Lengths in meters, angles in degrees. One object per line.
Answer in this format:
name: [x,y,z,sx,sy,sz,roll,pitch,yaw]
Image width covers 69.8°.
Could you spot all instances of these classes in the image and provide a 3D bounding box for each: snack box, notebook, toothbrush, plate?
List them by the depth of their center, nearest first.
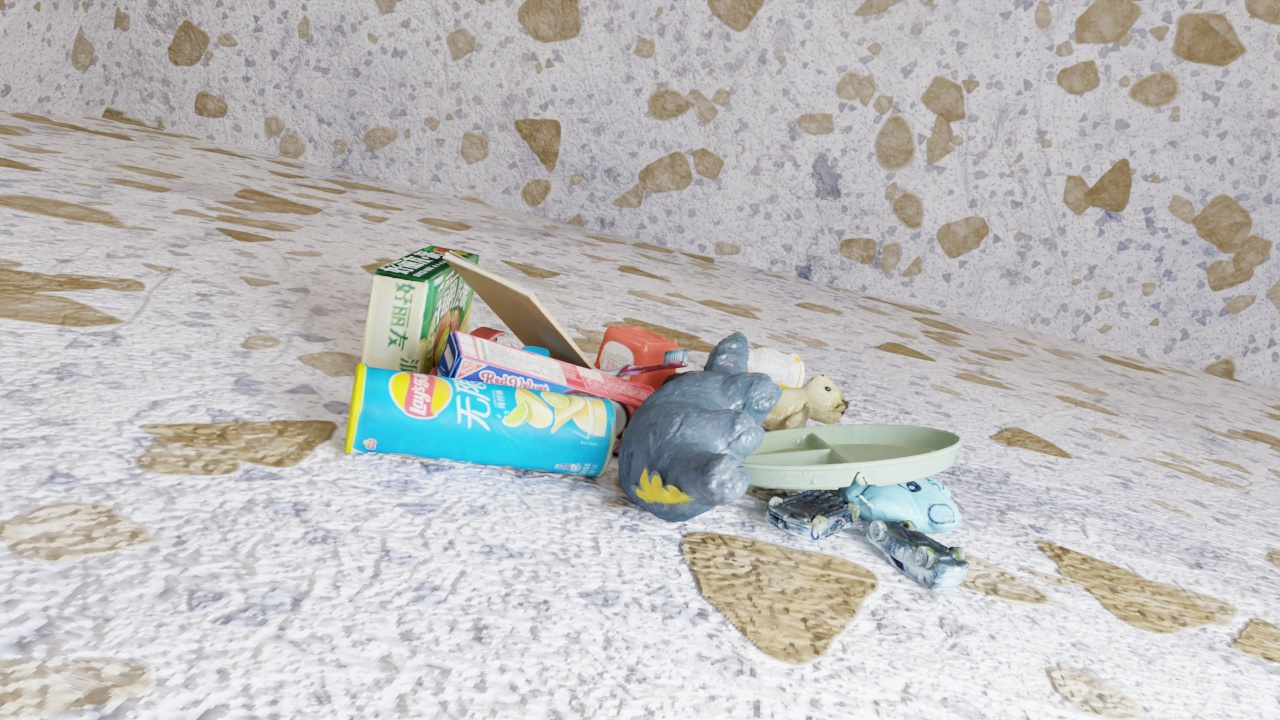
snack box: [-0.081,0.033,0.835,0.207,0.057,0.058,17,20,-24]
plate: [0.178,0.088,0.851,0.230,0.027,0.230,-4,4,0]
toothbrush: [-0.015,0.006,0.878,0.016,0.017,0.188,11,-11,-35]
notebook: [-0.106,-0.028,0.971,0.149,0.012,0.211,26,-18,42]
snack box: [-0.236,-0.054,1.003,0.063,0.114,0.240,11,13,-1]
snack box: [-0.006,0.006,1.043,0.081,0.080,0.091,-1,19,-45]

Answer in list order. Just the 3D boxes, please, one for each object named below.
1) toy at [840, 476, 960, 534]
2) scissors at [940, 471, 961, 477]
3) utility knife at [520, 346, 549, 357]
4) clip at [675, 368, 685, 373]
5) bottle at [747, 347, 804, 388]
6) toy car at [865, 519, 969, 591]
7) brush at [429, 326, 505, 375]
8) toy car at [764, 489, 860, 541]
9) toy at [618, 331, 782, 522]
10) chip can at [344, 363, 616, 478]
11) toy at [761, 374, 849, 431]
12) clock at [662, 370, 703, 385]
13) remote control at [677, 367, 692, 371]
toy: [0.235,0.124,0.845,0.156,0.050,0.162,2,9,-38]
scissors: [0.259,0.104,0.925,0.126,0.012,0.173,13,-5,17]
utility knife: [-0.103,0.031,0.910,0.034,0.018,0.160,18,27,-19]
clip: [0.022,0.019,1.099,0.100,0.070,0.034,23,16,23]
bottle: [0.158,0.013,1.209,0.108,0.063,0.063,12,13,-5]
toy car: [0.220,0.154,0.737,0.042,0.034,0.090,2,15,-30]
brush: [-0.166,0.008,0.906,0.063,0.069,0.145,13,13,5]
toy car: [0.143,0.130,0.765,0.049,0.031,0.105,18,12,37]
toy: [0.046,0.060,0.753,0.091,0.138,0.355,47,19,-7]
chip can: [-0.129,0.052,0.752,0.210,0.071,0.071,9,14,-18]
toy: [0.155,0.051,1.044,0.157,0.066,0.105,-4,7,1]
clock: [0.067,0.044,0.983,0.082,0.055,0.122,3,23,-14]
remote control: [0.083,0.035,1.140,0.136,0.020,0.055,21,15,35]
